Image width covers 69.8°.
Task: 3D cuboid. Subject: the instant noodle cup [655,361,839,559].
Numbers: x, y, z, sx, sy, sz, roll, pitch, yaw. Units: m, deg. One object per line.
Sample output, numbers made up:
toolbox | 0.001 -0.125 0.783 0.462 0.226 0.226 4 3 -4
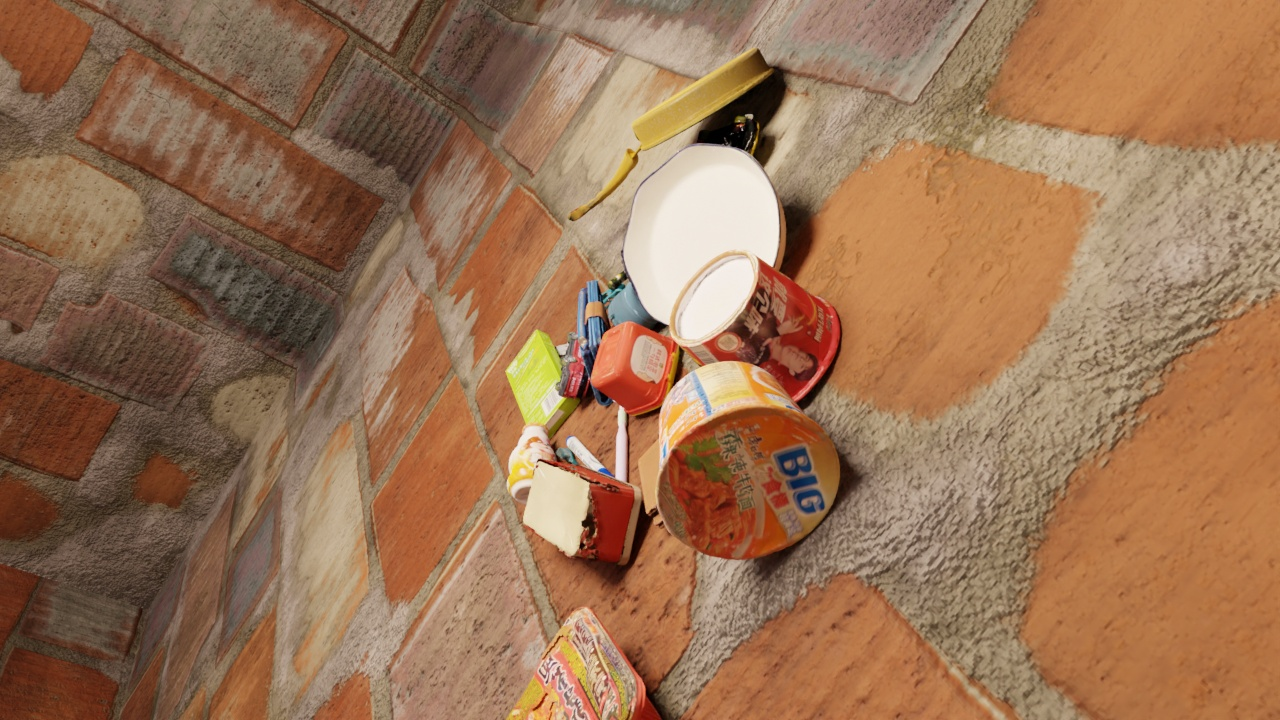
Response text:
instant noodle cup | 0.081 0.077 0.784 0.152 0.151 0.111 -50 21 18

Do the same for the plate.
plate | 0.072 -0.132 1.008 0.205 0.045 0.205 0 89 39

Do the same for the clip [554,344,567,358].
clip | -0.107 -0.015 1.310 0.057 0.028 0.024 -13 57 43

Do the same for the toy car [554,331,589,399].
toy car | -0.086 0.007 1.220 0.120 0.045 0.053 -92 20 -59

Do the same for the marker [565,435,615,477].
marker | -0.062 0.121 1.110 0.017 0.017 0.146 -59 27 1

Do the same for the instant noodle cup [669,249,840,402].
instant noodle cup | 0.102 -0.031 0.867 0.138 0.108 0.137 -34 35 28

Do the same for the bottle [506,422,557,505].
bottle | -0.137 0.130 1.175 0.063 0.063 0.108 -41 33 32

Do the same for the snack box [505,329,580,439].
snack box | -0.139 0.035 1.280 0.086 0.026 0.156 -51 40 18

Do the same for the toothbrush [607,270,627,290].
toothbrush | 0.008 -0.127 1.138 0.017 0.012 0.185 -30 9 37

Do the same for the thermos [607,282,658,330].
thermos | 0.045 -0.109 1.102 0.221 0.070 0.070 -43 32 31

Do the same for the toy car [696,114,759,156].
toy car | 0.107 -0.262 1.162 0.156 0.041 0.071 -2 73 64

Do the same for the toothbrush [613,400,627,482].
toothbrush | -0.025 0.101 1.062 0.029 0.021 0.188 104 168 -45

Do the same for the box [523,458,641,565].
box | -0.075 0.163 1.003 0.168 0.078 0.091 7 84 63

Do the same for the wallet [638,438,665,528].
wallet | 0.051 0.094 0.932 0.132 0.031 0.107 -48 26 22

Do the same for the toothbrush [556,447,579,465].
toothbrush | -0.066 0.140 1.096 0.191 0.018 0.016 36 106 62

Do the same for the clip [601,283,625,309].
clip | -0.041 -0.089 1.279 0.056 0.014 0.041 -32 39 44

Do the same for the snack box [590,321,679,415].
snack box | -0.006 0.006 1.058 0.082 0.080 0.091 -22 45 49

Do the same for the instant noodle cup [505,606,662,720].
instant noodle cup | -0.054 0.338 0.822 0.189 0.079 0.164 -58 27 2

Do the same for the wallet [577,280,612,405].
wallet | -0.054 -0.024 1.163 0.040 0.106 0.132 -9 41 2

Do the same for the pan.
pan | 0.024 -0.297 1.239 0.358 0.078 0.197 -24 15 29
